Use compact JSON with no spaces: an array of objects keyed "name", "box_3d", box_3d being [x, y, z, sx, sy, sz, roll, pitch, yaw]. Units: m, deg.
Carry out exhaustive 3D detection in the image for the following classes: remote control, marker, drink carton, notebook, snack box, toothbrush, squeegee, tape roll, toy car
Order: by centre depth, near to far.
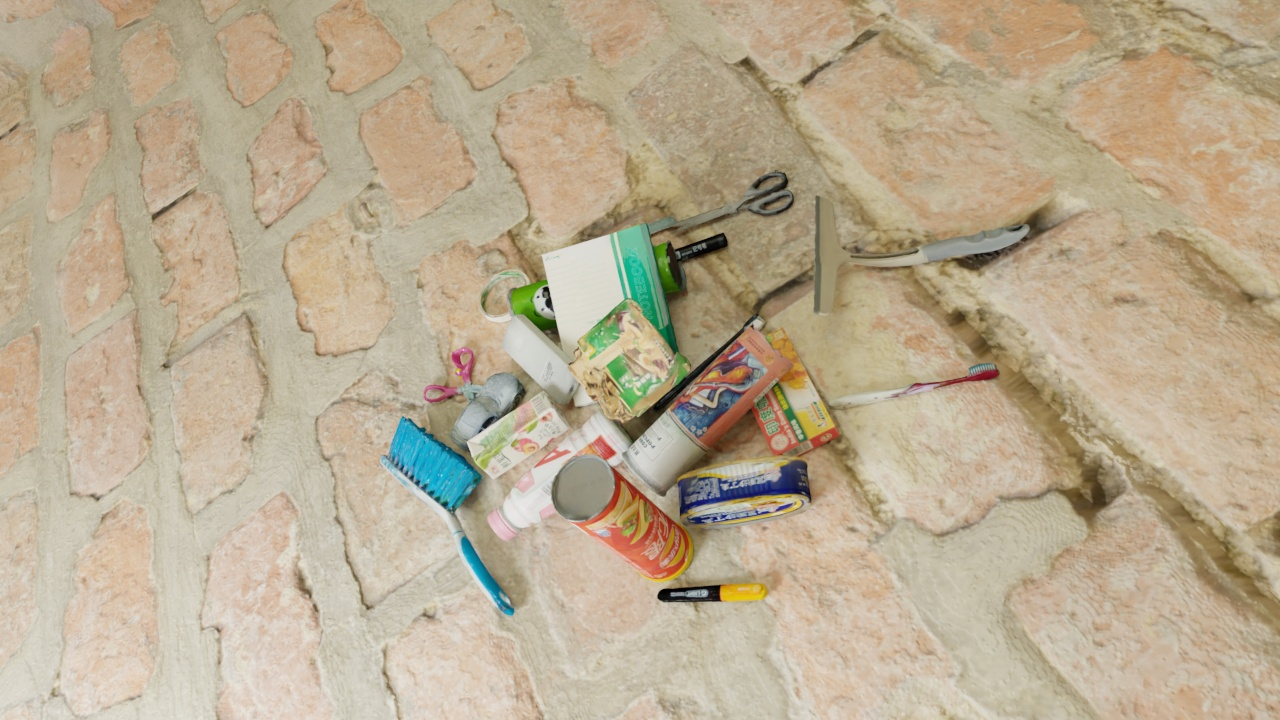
[{"name":"marker","box_3d":[0.076,0.252,0.992,0.124,0.015,0.018,-9,52,22]},{"name":"toothbrush","box_3d":[0.303,0.029,1.027,0.188,0.016,0.017,-13,48,17]},{"name":"snack box","box_3d":[0.165,0.039,1.076,0.077,0.027,0.155,-28,52,9]},{"name":"squeegee","box_3d":[0.334,-0.133,1.101,0.247,0.039,0.245,-5,41,15]},{"name":"snack box","box_3d":[-0.007,0.006,1.110,0.117,0.105,0.118,-40,78,8]},{"name":"toothbrush","box_3d":[0.085,0.005,1.143,0.181,0.015,0.018,-40,61,-4]},{"name":"drink carton","box_3d":[-0.157,0.094,1.176,0.122,0.053,0.045,-33,50,2]},{"name":"notebook","box_3d":[-0.037,-0.058,1.185,0.150,0.012,0.209,-15,81,14]},{"name":"remote control","box_3d":[-0.130,-0.003,1.202,0.135,0.019,0.056,41,122,29]},{"name":"toy car","box_3d":[-0.205,0.067,1.223,0.054,0.037,0.120,26,71,27]},{"name":"marker","box_3d":[0.055,-0.145,1.250,0.132,0.020,0.022,-17,25,16]},{"name":"tape roll","box_3d":[-0.197,-0.094,1.338,0.086,0.014,0.085,-12,56,18]}]

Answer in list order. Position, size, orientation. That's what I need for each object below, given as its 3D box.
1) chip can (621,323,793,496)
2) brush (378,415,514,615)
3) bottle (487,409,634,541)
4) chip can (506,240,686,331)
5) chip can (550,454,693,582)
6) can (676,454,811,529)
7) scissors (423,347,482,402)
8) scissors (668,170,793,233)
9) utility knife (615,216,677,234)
[{"name":"chip can","box_3d":[0.077,0.058,1.055,0.215,0.071,0.071,-45,52,6]},{"name":"brush","box_3d":[-0.232,0.187,1.157,0.315,0.060,0.109,31,82,34]},{"name":"bottle","box_3d":[-0.098,0.143,1.113,0.197,0.068,0.068,-40,52,3]},{"name":"chip can","box_3d":[-0.059,-0.095,1.239,0.236,0.072,0.072,-15,55,15]},{"name":"chip can","box_3d":[-0.015,0.169,0.959,0.073,0.216,0.073,-12,58,21]},{"name":"can","box_3d":[0.112,0.145,1.005,0.148,0.074,0.049,-13,58,17]},{"name":"scissors","box_3d":[-0.250,0.041,1.278,0.124,0.017,0.133,-30,56,1]},{"name":"scissors","box_3d":[0.126,-0.203,1.253,0.173,0.014,0.141,-46,54,-9]},{"name":"utility knife","box_3d":[-0.038,-0.166,1.308,0.197,0.015,0.033,-18,62,12]}]
